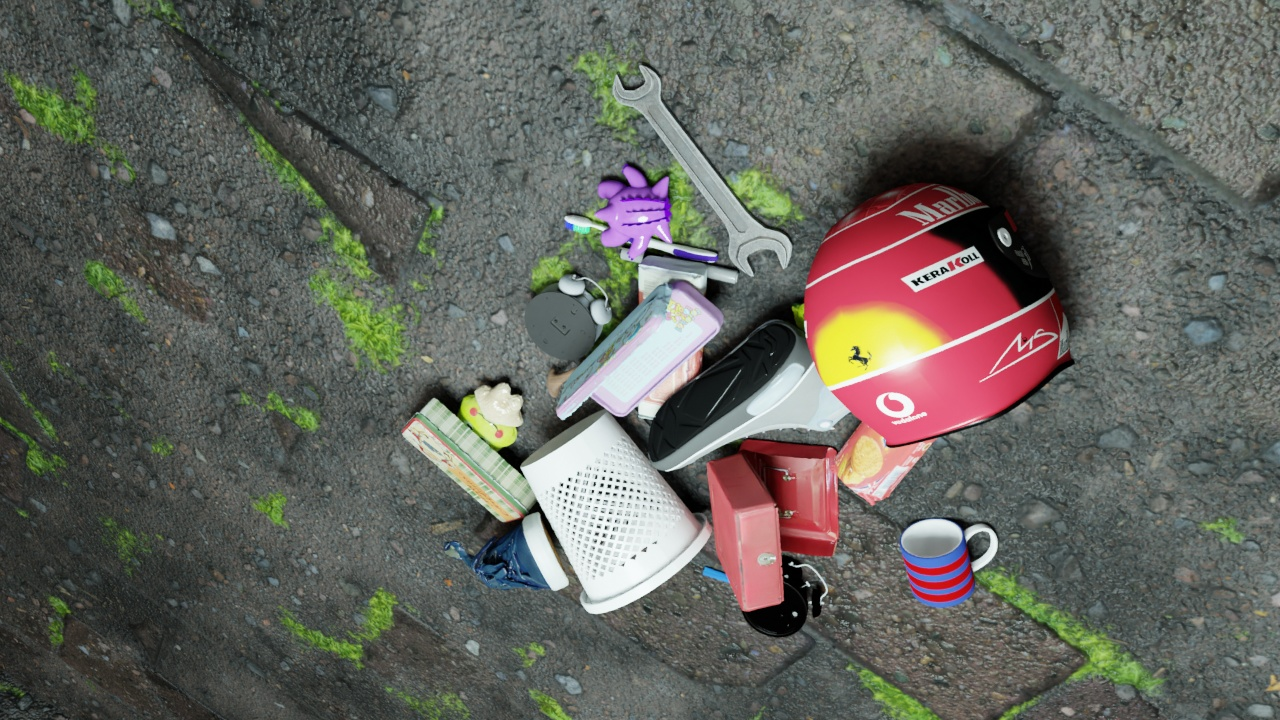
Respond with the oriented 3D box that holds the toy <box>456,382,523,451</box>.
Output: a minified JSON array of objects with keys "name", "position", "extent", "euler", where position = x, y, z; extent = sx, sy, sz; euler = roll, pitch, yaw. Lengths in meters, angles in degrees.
[{"name":"toy","position":[-0.200,0.074,1.252],"extent":[0.092,0.043,0.118],"euler":[43,129,-5]}]

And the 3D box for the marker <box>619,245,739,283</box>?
[{"name":"marker","position":[0.044,-0.110,1.050],"extent":[0.140,0.016,0.016],"euler":[14,125,15]}]

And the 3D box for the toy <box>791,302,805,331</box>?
[{"name":"toy","position":[0.216,-0.039,1.011],"extent":[0.094,0.036,0.094],"euler":[0,129,26]}]

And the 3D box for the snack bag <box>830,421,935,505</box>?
[{"name":"snack bag","position":[0.287,0.088,1.038],"extent":[0.082,0.082,0.177],"euler":[30,128,3]}]

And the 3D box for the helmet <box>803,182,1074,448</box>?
[{"name":"helmet","position":[0.271,-0.053,0.863],"extent":[0.198,0.270,0.224],"euler":[-26,88,48]}]

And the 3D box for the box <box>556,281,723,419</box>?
[{"name":"box","position":[-0.008,0.006,1.035],"extent":[0.089,0.092,0.215],"euler":[39,131,-9]}]

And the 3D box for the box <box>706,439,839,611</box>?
[{"name":"box","position":[0.148,0.201,1.115],"extent":[0.152,0.164,0.157],"euler":[5,122,26]}]

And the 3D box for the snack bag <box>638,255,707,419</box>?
[{"name":"snack bag","position":[0.037,-0.018,1.087],"extent":[0.077,0.041,0.226],"euler":[12,131,15]}]

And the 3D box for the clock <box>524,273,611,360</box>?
[{"name":"clock","position":[-0.086,-0.056,1.128],"extent":[0.094,0.035,0.123],"euler":[43,126,-7]}]

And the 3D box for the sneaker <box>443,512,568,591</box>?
[{"name":"sneaker","position":[-0.183,0.273,1.242],"extent":[0.120,0.127,0.295],"euler":[65,159,7]}]

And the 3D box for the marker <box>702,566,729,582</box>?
[{"name":"marker","position":[0.156,0.313,1.273],"extent":[0.142,0.013,0.013],"euler":[15,125,13]}]

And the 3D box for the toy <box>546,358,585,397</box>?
[{"name":"toy","position":[-0.068,0.017,1.161],"extent":[0.054,0.041,0.102],"euler":[17,149,-37]}]

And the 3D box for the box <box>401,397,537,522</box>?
[{"name":"box","position":[-0.238,0.143,1.281],"extent":[0.205,0.049,0.118],"euler":[43,157,-9]}]

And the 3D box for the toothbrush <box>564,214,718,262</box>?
[{"name":"toothbrush","position":[-0.001,-0.138,1.052],"extent":[0.187,0.015,0.016],"euler":[17,130,12]}]

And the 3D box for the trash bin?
[{"name":"trash bin","position":[-0.044,0.182,1.179],"extent":[0.196,0.194,0.199],"euler":[-30,96,34]}]

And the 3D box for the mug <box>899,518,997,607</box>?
[{"name":"mug","position":[0.374,0.237,1.102],"extent":[0.112,0.075,0.076],"euler":[-19,114,3]}]

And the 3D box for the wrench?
[{"name":"wrench","position":[0.067,-0.201,0.986],"extent":[0.070,0.010,0.273],"euler":[-31,105,34]}]

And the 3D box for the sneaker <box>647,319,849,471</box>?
[{"name":"sneaker","position":[0.135,0.067,1.067],"extent":[0.160,0.092,0.257],"euler":[26,130,-29]}]

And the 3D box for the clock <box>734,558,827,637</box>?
[{"name":"clock","position":[0.192,0.316,1.230],"extent":[0.121,0.042,0.091],"euler":[-37,94,25]}]

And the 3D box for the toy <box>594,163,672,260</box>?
[{"name":"toy","position":[-0.006,-0.163,1.011],"extent":[0.088,0.055,0.106],"euler":[-1,100,13]}]

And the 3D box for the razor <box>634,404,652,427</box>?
[{"name":"razor","position":[0.010,0.077,1.182],"extent":[0.144,0.043,0.022],"euler":[45,82,-14]}]
